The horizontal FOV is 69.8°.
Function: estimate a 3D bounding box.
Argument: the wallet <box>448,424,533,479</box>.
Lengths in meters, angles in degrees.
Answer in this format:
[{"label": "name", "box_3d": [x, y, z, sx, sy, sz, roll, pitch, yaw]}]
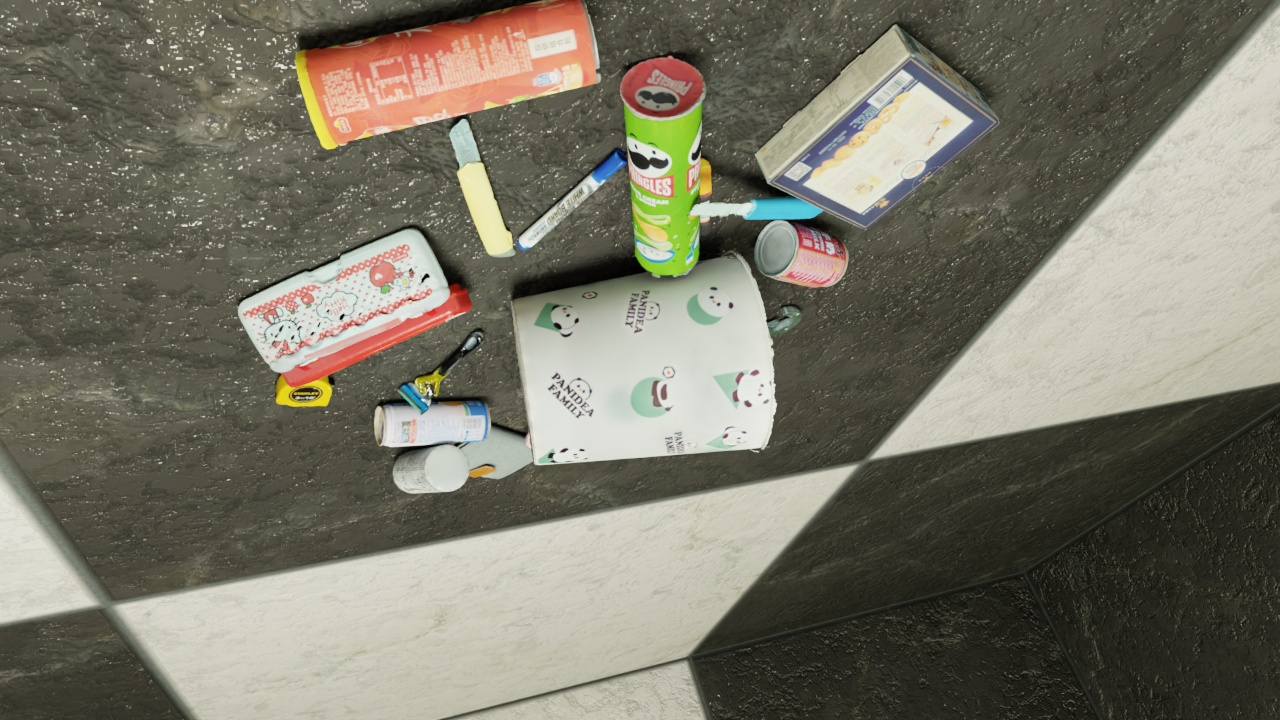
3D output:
[{"label": "wallet", "box_3d": [-0.210, 0.134, 1.285, 0.107, 0.037, 0.129, -33, 148, 23]}]

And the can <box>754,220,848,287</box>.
[{"label": "can", "box_3d": [0.186, -0.120, 1.051, 0.093, 0.066, 0.067, 7, 141, -38]}]

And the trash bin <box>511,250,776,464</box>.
[{"label": "trash bin", "box_3d": [-0.006, 0.006, 1.014, 0.251, 0.229, 0.230, -8, 149, -9]}]

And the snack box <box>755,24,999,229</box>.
[{"label": "snack box", "box_3d": [0.240, -0.225, 0.927, 0.182, 0.045, 0.178, 13, 138, -43]}]

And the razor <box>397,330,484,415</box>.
[{"label": "razor", "box_3d": [-0.228, 0.008, 1.077, 0.042, 0.022, 0.143, 45, 118, -10]}]

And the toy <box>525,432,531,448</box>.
[{"label": "toy", "box_3d": [-0.079, 0.093, 1.261, 0.159, 0.054, 0.121, -8, 171, -18]}]

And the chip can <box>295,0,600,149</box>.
[{"label": "chip can", "box_3d": [-0.142, -0.219, 0.689, 0.216, 0.073, 0.073, -16, 151, -6]}]

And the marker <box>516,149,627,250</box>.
[{"label": "marker", "box_3d": [-0.069, -0.154, 0.897, 0.146, 0.017, 0.017, -36, 147, 28]}]

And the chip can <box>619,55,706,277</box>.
[{"label": "chip can", "box_3d": [0.023, -0.172, 0.866, 0.072, 0.072, 0.236, -16, 151, -6]}]

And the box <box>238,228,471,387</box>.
[{"label": "box", "box_3d": [-0.283, -0.054, 0.921, 0.201, 0.100, 0.110, -23, -174, 5]}]

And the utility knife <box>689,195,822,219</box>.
[{"label": "utility knife", "box_3d": [0.124, -0.157, 0.940, 0.233, 0.018, 0.034, -12, 159, -48]}]

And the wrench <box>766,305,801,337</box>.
[{"label": "wrench", "box_3d": [0.082, -0.026, 1.203, 0.273, 0.016, 0.056, -14, 151, -9]}]

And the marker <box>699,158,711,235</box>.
[{"label": "marker", "box_3d": [0.065, -0.168, 0.956, 0.018, 0.015, 0.124, -16, 153, -2]}]

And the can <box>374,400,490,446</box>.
[{"label": "can", "box_3d": [-0.259, 0.078, 1.143, 0.134, 0.053, 0.053, -1, 146, -29]}]

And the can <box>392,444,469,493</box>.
[{"label": "can", "box_3d": [-0.272, 0.142, 1.183, 0.058, 0.058, 0.147, 1, 171, -32]}]

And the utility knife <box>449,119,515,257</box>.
[{"label": "utility knife", "box_3d": [-0.147, -0.151, 0.854, 0.031, 0.021, 0.202, -21, 158, -7]}]

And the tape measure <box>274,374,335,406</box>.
[{"label": "tape measure", "box_3d": [-0.372, 0.027, 1.016, 0.060, 0.029, 0.057, 0, 147, -30]}]
